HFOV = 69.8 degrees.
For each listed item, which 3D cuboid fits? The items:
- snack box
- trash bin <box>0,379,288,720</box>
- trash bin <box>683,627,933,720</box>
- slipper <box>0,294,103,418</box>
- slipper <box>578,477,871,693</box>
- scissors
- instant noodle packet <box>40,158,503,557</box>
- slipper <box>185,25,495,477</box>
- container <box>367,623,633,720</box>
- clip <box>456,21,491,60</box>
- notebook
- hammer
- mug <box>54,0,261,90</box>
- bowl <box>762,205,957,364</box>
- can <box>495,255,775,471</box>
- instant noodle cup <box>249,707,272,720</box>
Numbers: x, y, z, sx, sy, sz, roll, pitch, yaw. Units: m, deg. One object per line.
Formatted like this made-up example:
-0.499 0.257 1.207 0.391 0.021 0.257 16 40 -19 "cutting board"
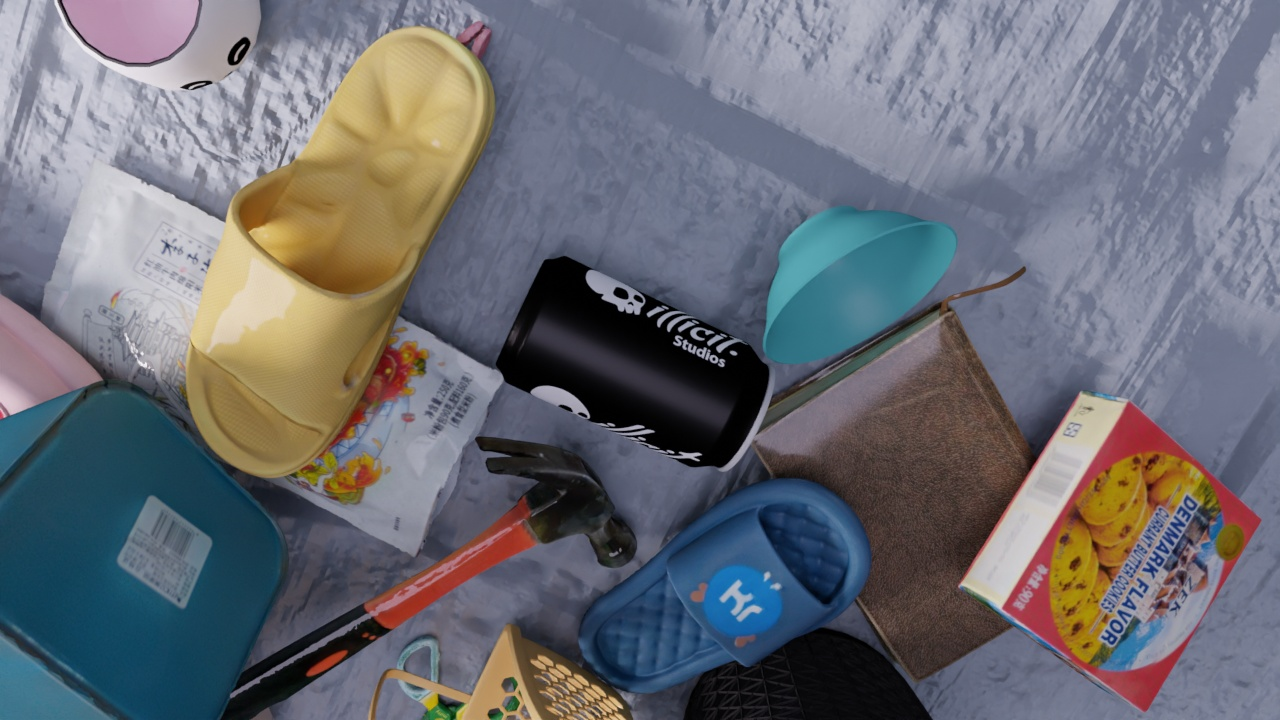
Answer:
0.286 0.116 0.555 0.145 0.040 0.142 35 85 -20 "snack box"
-0.332 0.136 0.477 0.219 0.196 0.199 -24 120 17 "trash bin"
0.112 0.290 0.526 0.217 0.243 0.217 0 105 0 "trash bin"
-0.399 0.003 0.534 0.221 0.055 0.107 44 118 -9 "slipper"
0.049 0.154 0.569 0.214 0.059 0.104 -38 103 24 "slipper"
-0.144 0.243 0.632 0.130 0.012 0.117 -40 101 9 "scissors"
-0.228 0.006 0.547 0.269 0.057 0.147 26 102 -2 "instant noodle packet"
-0.169 -0.058 0.482 0.099 0.078 0.263 33 95 6 "slipper"
-0.081 0.242 0.530 0.167 0.183 0.129 27 86 -15 "container"
-0.103 -0.160 0.516 0.058 0.023 0.050 -21 109 7 "clip"
0.194 0.075 0.575 0.190 0.034 0.215 -33 104 8 "notebook"
-0.166 0.158 0.536 0.333 0.033 0.133 -32 133 -4 "hammer"
-0.233 -0.197 0.475 0.124 0.076 0.090 -34 103 9 "mug"
0.113 -0.052 0.521 0.121 0.121 0.046 -31 64 8 "bowl"
-0.003 0.003 0.530 0.146 0.080 0.080 25 104 -7 "can"
-0.313 0.268 0.593 0.137 0.122 0.122 33 93 0 "instant noodle cup"
